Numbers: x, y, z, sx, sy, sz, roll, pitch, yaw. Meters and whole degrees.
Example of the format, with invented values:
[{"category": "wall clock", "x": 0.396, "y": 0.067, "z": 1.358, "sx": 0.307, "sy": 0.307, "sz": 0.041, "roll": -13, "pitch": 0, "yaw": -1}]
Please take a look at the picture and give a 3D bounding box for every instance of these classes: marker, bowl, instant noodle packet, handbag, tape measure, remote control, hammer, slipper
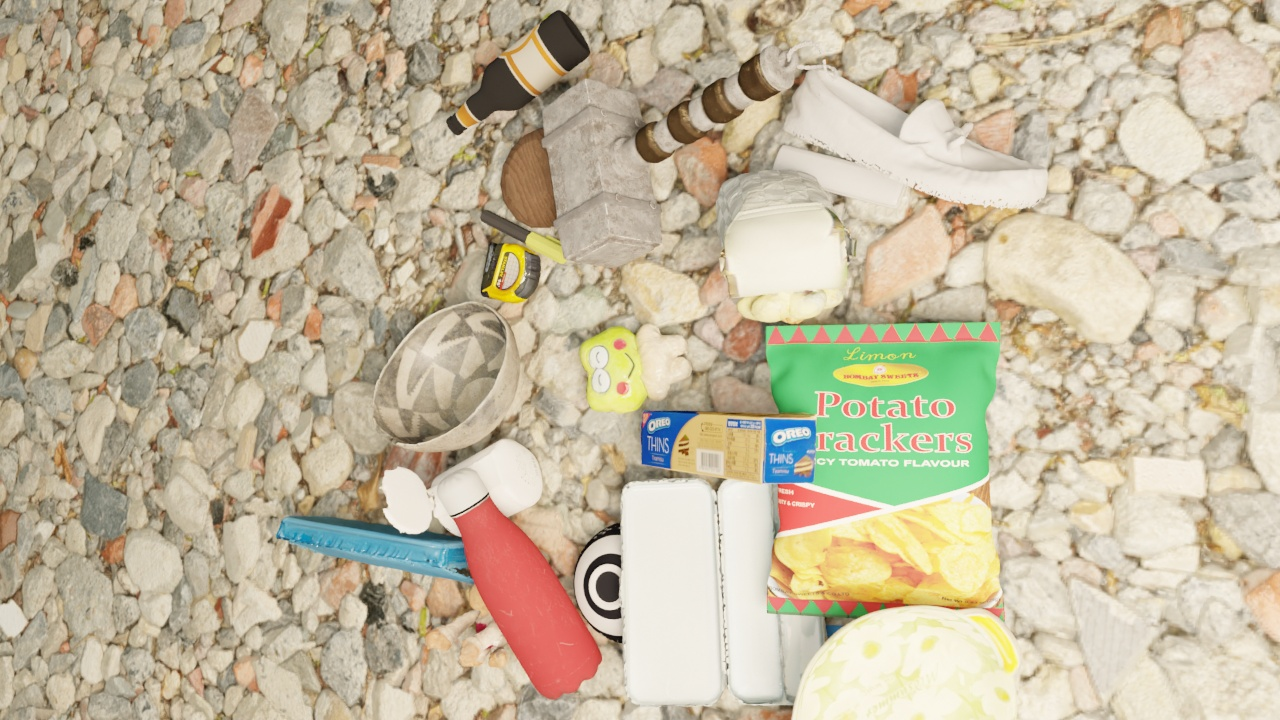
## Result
[{"category": "marker", "x": -0.130, "y": -0.141, "z": 1.023, "sx": 0.124, "sy": 0.017, "sz": 0.021, "roll": 29, "pitch": 62, "yaw": 27}, {"category": "bowl", "x": -0.016, "y": 0.217, "z": 0.893, "sx": 0.120, "sy": 0.066, "sz": 0.120, "roll": -4, "pitch": 81, "yaw": 25}, {"category": "instant noodle packet", "x": 0.206, "y": 0.095, "z": 0.787, "sx": 0.196, "sy": 0.090, "sz": 0.252, "roll": 0, "pitch": 87, "yaw": 13}, {"category": "bowl", "x": -0.194, "y": 0.029, "z": 0.988, "sx": 0.179, "sy": 0.081, "sz": 0.178, "roll": -17, "pitch": 53, "yaw": 24}, {"category": "handbag", "x": 0.126, "y": -0.103, "z": 0.834, "sx": 0.112, "sy": 0.171, "sz": 0.123, "roll": -8, "pitch": 119, "yaw": 6}, {"category": "bowl", "x": -0.110, "y": -0.207, "z": 1.016, "sx": 0.118, "sy": 0.030, "sz": 0.117, "roll": -4, "pitch": 81, "yaw": 25}, {"category": "tape measure", "x": -0.140, "y": -0.095, "z": 1.010, "sx": 0.064, "sy": 0.037, "sz": 0.065, "roll": 7, "pitch": 88, "yaw": 26}, {"category": "remote control", "x": 0.189, "y": -0.178, "z": 0.881, "sx": 0.131, "sy": 0.012, "sz": 0.033, "roll": 21, "pitch": 92, "yaw": 26}, {"category": "hammer", "x": 0.038, "y": -0.220, "z": 0.861, "sx": 0.327, "sy": 0.079, "sz": 0.176, "roll": -21, "pitch": 73, "yaw": 43}, {"category": "slipper", "x": 0.243, "y": -0.198, "z": 0.817, "sx": 0.247, "sy": 0.112, "sz": 0.075, "roll": 33, "pitch": 137, "yaw": 28}, {"category": "bowl", "x": 0.207, "y": 0.281, "z": 0.755, "sx": 0.219, "sy": 0.060, "sz": 0.188, "roll": -41, "pitch": 101, "yaw": -1}]

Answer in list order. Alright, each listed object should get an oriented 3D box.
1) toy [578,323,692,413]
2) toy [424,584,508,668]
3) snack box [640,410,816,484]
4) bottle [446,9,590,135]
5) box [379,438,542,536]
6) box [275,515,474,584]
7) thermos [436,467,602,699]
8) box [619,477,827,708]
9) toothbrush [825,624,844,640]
[{"category": "toy", "x": -0.006, "y": 0.005, "z": 0.930, "sx": 0.115, "sy": 0.046, "sz": 0.092, "roll": -12, "pitch": 75, "yaw": 15}, {"category": "toy", "x": -0.158, "y": 0.266, "z": 0.948, "sx": 0.085, "sy": 0.074, "sz": 0.105, "roll": -13, "pitch": 43, "yaw": 55}, {"category": "snack box", "x": 0.071, "y": 0.072, "z": 0.817, "sx": 0.207, "sy": 0.056, "sz": 0.057, "roll": -2, "pitch": 86, "yaw": 62}, {"category": "bottle", "x": -0.144, "y": -0.314, "z": 1.030, "sx": 0.182, "sy": 0.059, "sz": 0.059, "roll": -32, "pitch": 71, "yaw": 18}, {"category": "box", "x": -0.179, "y": 0.128, "z": 0.936, "sx": 0.106, "sy": 0.150, "sz": 0.080, "roll": -30, "pitch": 70, "yaw": 21}, {"category": "box", "x": -0.283, "y": 0.209, "z": 1.006, "sx": 0.232, "sy": 0.093, "sz": 0.052, "roll": 4, "pitch": 84, "yaw": 24}, {"category": "thermos", "x": -0.123, "y": 0.212, "z": 0.893, "sx": 0.073, "sy": 0.073, "sz": 0.240, "roll": -27, "pitch": 98, "yaw": 19}, {"category": "box", "x": 0.074, "y": 0.209, "z": 0.839, "sx": 0.189, "sy": 0.037, "sz": 0.208, "roll": -6, "pitch": 75, "yaw": 9}, {"category": "toothbrush", "x": 0.158, "y": 0.248, "z": 0.840, "sx": 0.167, "sy": 0.014, "sz": 0.016, "roll": -4, "pitch": 80, "yaw": 21}]
